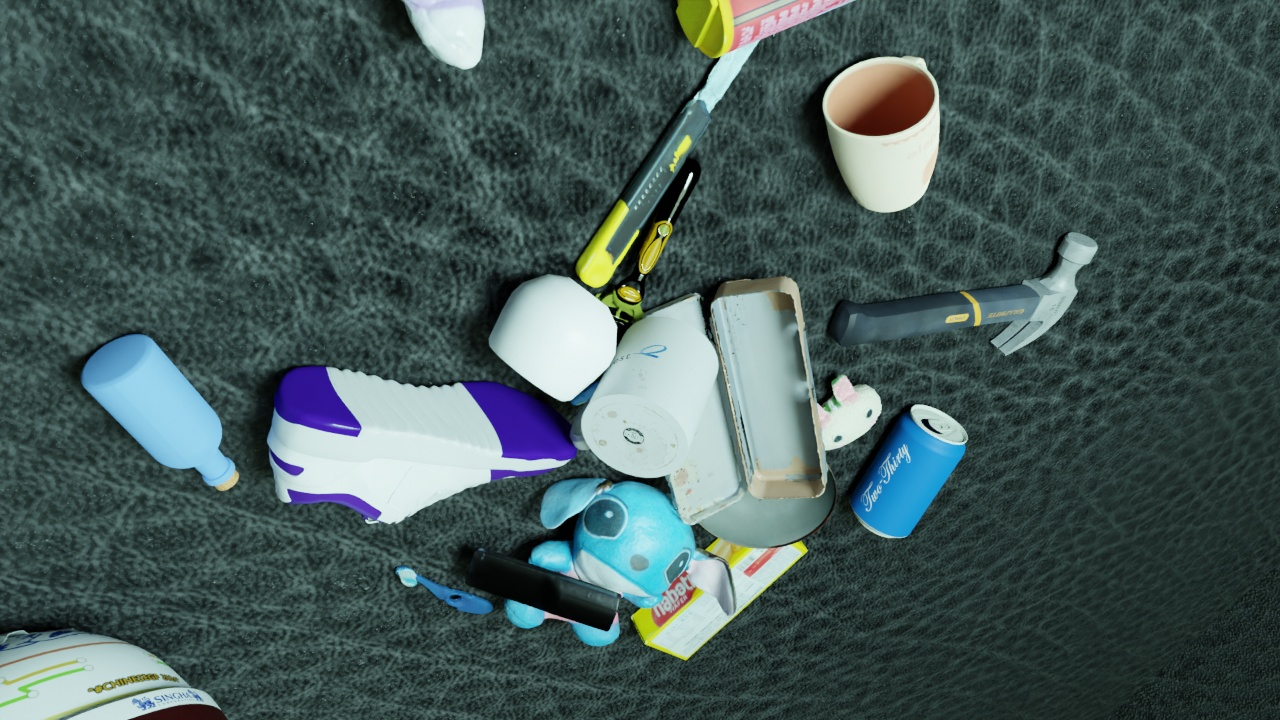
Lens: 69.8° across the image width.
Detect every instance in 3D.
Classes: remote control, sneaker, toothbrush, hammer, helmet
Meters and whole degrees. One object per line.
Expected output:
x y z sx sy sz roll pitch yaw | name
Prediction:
-0.090 0.211 0.836 0.140 0.021 0.045 19 118 -2 | remote control
-0.167 0.080 0.711 0.243 0.091 0.111 10 121 -33 | sneaker
-0.183 0.221 0.870 0.021 0.016 0.132 -42 136 7 | toothbrush
0.328 -0.057 0.942 0.311 0.035 0.140 -7 131 -27 | hammer
-0.417 0.307 0.637 0.315 0.236 0.231 -26 161 8 | helmet

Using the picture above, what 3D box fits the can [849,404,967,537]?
0.305 0.129 1.050 0.078 0.079 0.146 3 124 -34 | can

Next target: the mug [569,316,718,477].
-0.005 0.033 0.724 0.120 0.096 0.083 -21 118 34 | mug

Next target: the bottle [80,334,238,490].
-0.312 0.043 0.616 0.048 0.048 0.131 -28 136 -9 | bottle

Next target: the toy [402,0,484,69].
-0.072 -0.266 0.480 0.209 0.085 0.137 -47 138 13 | toy

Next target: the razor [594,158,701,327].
0.010 -0.092 0.719 0.044 0.021 0.144 21 109 -18 | razor

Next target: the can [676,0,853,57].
0.089 -0.252 0.602 0.124 0.066 0.067 -25 135 -11 | can

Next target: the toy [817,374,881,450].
0.213 0.061 0.962 0.087 0.050 0.112 -37 131 1 | toy

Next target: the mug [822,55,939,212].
0.200 -0.184 0.729 0.111 0.085 0.104 -60 150 -18 | mug

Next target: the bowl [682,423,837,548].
0.119 0.114 0.919 0.151 0.056 0.151 5 120 8 | bowl

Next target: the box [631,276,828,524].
0.082 0.039 0.813 0.156 0.071 0.217 -18 117 -6 | box

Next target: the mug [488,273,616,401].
-0.056 -0.017 0.702 0.076 0.090 0.124 -52 153 2 | mug

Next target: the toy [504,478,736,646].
-0.023 0.205 0.893 0.224 0.098 0.192 32 113 -24 | toy

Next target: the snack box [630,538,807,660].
0.091 0.257 1.053 0.201 0.042 0.092 -44 136 8 | snack box

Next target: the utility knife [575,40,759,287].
0.021 -0.153 0.681 0.028 0.020 0.234 17 114 -42 | utility knife

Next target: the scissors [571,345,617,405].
-0.005 0.009 0.807 0.125 0.014 0.131 -29 132 -9 | scissors
